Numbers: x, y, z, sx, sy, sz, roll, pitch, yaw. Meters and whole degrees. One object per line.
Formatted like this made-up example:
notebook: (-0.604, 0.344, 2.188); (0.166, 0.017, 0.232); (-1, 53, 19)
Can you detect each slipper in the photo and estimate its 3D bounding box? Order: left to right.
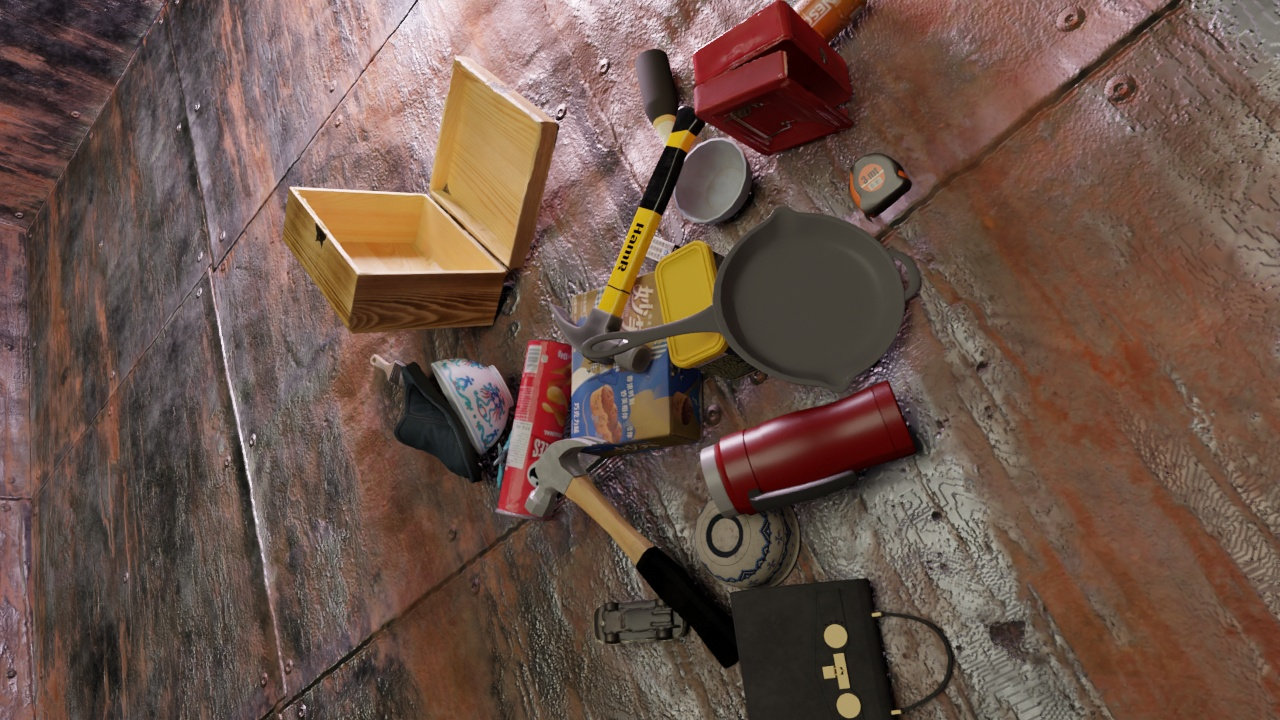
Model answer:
slipper: (-0.312, 0.100, 1.321); (0.265, 0.083, 0.109); (41, 147, 43)

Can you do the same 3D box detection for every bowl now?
bowl: (-0.224, 0.051, 1.279); (0.074, 0.144, 0.144); (-28, 52, -15)
bowl: (0.094, -0.213, 1.114); (0.107, 0.039, 0.106); (-12, 71, 38)
bowl: (0.107, 0.189, 0.986); (0.116, 0.059, 0.115); (-12, 71, 38)

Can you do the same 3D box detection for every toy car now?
toy car: (-0.001, 0.301, 1.056); (0.113, 0.040, 0.048); (-8, 66, 17)

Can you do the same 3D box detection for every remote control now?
remote control: (0.049, -0.128, 1.148); (0.124, 0.011, 0.028); (28, 97, 41)

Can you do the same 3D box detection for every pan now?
pan: (0.113, -0.048, 0.952); (0.354, 0.024, 0.216); (-13, 68, -1)

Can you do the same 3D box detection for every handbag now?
handbag: (0.202, 0.299, 0.888); (0.196, 0.072, 0.175); (-17, 68, 25)

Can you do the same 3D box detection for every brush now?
brush: (-0.399, 0.019, 1.492); (0.151, 0.012, 0.039); (21, 93, 43)

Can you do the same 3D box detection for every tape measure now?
tape measure: (0.252, -0.189, 0.977); (0.058, 0.038, 0.058); (-40, 70, 26)

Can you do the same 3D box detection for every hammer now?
hammer: (-0.004, 0.211, 1.035); (0.328, 0.039, 0.131); (41, 116, 29)
hammer: (-0.003, -0.151, 1.099); (0.170, 0.034, 0.324); (25, 93, 43)

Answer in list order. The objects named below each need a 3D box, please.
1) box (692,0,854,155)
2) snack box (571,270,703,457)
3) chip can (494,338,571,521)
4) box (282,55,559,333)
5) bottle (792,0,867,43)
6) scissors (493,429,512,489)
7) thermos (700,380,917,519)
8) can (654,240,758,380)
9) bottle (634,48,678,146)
box: (0.148, -0.304, 1.016); (0.130, 0.157, 0.097); (-17, 71, 35)
snack box: (-0.007, 0.007, 1.123); (0.155, 0.069, 0.202); (-13, 71, 37)
chip can: (-0.135, 0.090, 1.210); (0.073, 0.073, 0.233); (4, 80, 41)
box: (-0.310, -0.252, 1.327); (0.279, 0.285, 0.337); (42, 123, 39)
bottle: (0.183, -0.375, 1.067); (0.167, 0.059, 0.059); (-41, 56, 26)
scissors: (-0.179, 0.118, 1.226); (0.143, 0.015, 0.095); (111, 174, -66)
thermos: (0.165, 0.096, 0.903); (0.199, 0.084, 0.107); (-22, 29, 15)
can: (0.085, -0.052, 1.037); (0.075, 0.104, 0.135); (-25, 63, 33)
bottle: (0.030, -0.318, 1.191); (0.045, 0.045, 0.184); (-26, 63, 33)
